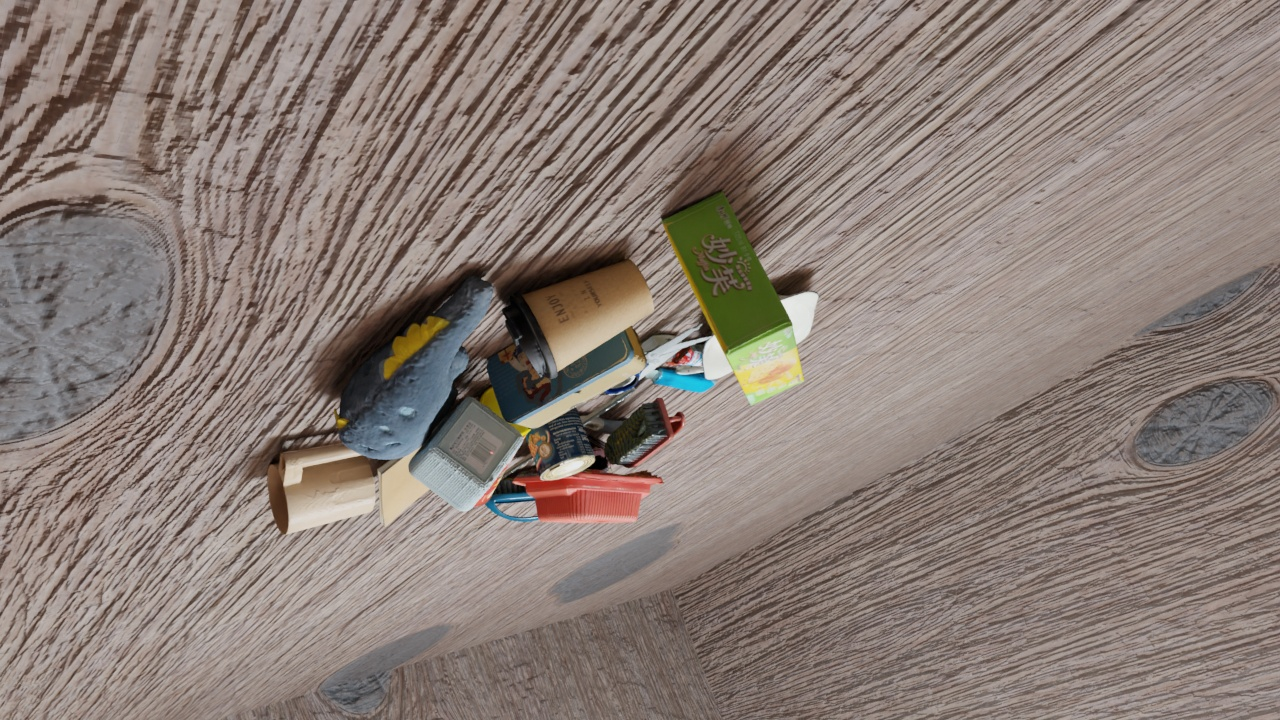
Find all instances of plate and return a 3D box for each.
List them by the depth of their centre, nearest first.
[{"bbox_3d":[0.151,-0.042,1.207,0.164,0.034,0.164,-23,157,-6],"label":"plate"}]

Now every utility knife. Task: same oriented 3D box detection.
[{"bbox_3d":[0.056,0.027,1.323,0.034,0.018,0.166,-40,153,24],"label":"utility knife"}]

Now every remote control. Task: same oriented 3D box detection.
[{"bbox_3d":[-0.007,0.007,1.199,0.056,0.019,0.135,0,151,-47],"label":"remote control"}]

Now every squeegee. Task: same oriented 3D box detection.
[{"bbox_3d":[-0.064,0.098,1.350,0.247,0.039,0.246,-34,164,19],"label":"squeegee"}]

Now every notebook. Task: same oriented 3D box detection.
[{"bbox_3d":[-0.272,0.133,1.175,0.149,0.012,0.212,-40,169,-27],"label":"notebook"}]

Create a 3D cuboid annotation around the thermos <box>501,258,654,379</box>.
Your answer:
[{"bbox_3d":[-0.063,-0.045,0.915,0.143,0.093,0.093,-26,162,-12],"label":"thermos"}]

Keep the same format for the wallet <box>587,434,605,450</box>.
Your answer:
[{"bbox_3d":[-0.103,0.156,1.488,0.096,0.020,0.122,-30,158,6],"label":"wallet"}]

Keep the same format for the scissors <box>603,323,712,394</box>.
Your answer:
[{"bbox_3d":[0.009,0.001,1.151,0.169,0.012,0.147,-3,143,-6],"label":"scissors"}]

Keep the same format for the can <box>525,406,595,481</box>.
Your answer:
[{"bbox_3d":[-0.109,0.091,1.170,0.075,0.111,0.075,-20,160,-8],"label":"can"}]

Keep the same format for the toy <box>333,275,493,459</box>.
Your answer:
[{"bbox_3d":[-0.246,0.038,0.945,0.137,0.091,0.358,-43,177,-37],"label":"toy"}]

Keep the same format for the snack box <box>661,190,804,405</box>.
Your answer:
[{"bbox_3d":[0.101,-0.055,0.947,0.070,0.157,0.210,-26,160,4],"label":"snack box"}]

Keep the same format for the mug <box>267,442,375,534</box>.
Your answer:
[{"bbox_3d":[-0.372,0.140,1.077,0.103,0.084,0.125,-10,142,-35],"label":"mug"}]

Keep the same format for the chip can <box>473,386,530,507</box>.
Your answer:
[{"bbox_3d":[-0.196,0.116,1.176,0.073,0.073,0.217,-10,152,-31],"label":"chip can"}]

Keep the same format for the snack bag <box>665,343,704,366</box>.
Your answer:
[{"bbox_3d":[0.075,-0.007,1.240,0.105,0.026,0.045,1,136,-53],"label":"snack bag"}]

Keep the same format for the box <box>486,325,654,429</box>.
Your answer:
[{"bbox_3d":[-0.077,0.001,1.013,0.184,0.089,0.059,-31,158,17],"label":"box"}]

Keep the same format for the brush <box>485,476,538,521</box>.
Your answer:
[{"bbox_3d":[-0.181,0.221,1.471,0.143,0.073,0.055,-1,163,-24],"label":"brush"}]

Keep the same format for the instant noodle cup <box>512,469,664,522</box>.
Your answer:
[{"bbox_3d":[-0.077,0.202,1.368,0.188,0.079,0.165,8,166,-36],"label":"instant noodle cup"}]

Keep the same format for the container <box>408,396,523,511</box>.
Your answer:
[{"bbox_3d":[-0.192,0.102,1.016,0.090,0.090,0.112,-56,-173,-27],"label":"container"}]

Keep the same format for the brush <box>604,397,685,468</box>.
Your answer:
[{"bbox_3d":[0.005,0.111,1.317,0.069,0.063,0.146,-2,153,-33],"label":"brush"}]

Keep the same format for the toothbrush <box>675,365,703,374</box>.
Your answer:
[{"bbox_3d":[0.124,0.005,1.342,0.187,0.016,0.017,-8,166,-35],"label":"toothbrush"}]

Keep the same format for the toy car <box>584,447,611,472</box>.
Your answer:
[{"bbox_3d":[-0.078,0.163,1.460,0.056,0.037,0.122,-18,162,-2],"label":"toy car"}]
